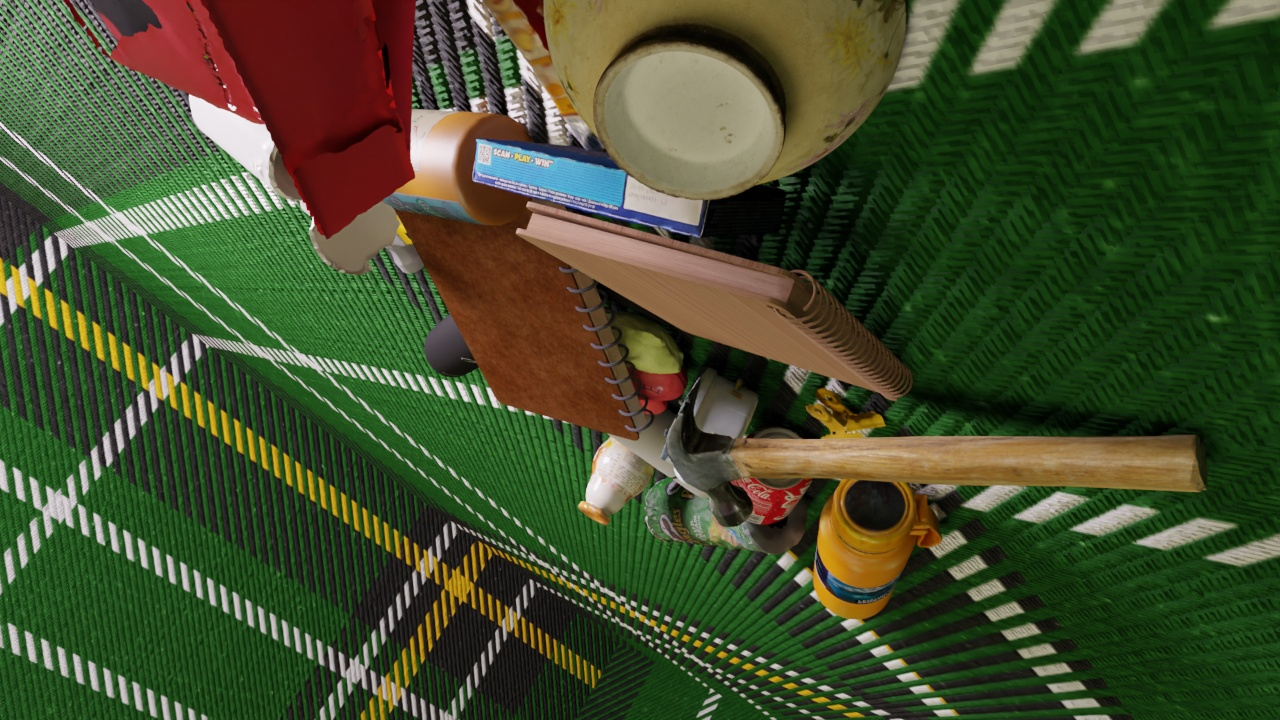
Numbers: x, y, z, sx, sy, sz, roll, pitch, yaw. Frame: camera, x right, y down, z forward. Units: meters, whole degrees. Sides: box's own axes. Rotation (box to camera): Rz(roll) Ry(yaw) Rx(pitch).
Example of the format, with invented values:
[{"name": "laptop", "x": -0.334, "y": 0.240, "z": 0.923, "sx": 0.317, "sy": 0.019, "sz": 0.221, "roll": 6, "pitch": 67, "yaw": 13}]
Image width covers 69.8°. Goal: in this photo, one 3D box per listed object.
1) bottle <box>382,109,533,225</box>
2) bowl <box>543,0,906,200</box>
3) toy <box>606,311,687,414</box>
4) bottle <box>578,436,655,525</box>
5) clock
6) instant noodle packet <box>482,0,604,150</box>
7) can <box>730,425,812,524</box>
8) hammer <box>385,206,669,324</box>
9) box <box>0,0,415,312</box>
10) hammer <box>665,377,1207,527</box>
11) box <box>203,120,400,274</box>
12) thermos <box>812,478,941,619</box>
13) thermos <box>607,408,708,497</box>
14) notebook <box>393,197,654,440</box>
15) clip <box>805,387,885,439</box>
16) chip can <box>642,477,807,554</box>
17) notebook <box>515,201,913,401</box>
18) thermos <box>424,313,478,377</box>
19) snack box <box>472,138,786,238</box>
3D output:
[{"name": "bottle", "x": -0.142, "y": -0.131, "z": 0.606, "sx": 0.157, "sy": 0.067, "sz": 0.068, "roll": 15, "pitch": 154, "yaw": 39}, {"name": "bowl", "x": 0.024, "y": -0.109, "z": 0.351, "sx": 0.145, "sy": 0.063, "sz": 0.145, "roll": 11, "pitch": 144, "yaw": 8}, {"name": "toy", "x": -0.004, "y": 0.004, "z": 0.749, "sx": 0.091, "sy": 0.045, "sz": 0.135, "roll": 30, "pitch": 154, "yaw": 12}, {"name": "bottle", "x": -0.020, "y": 0.114, "z": 0.936, "sx": 0.063, "sy": 0.109, "sz": 0.063, "roll": 28, "pitch": 159, "yaw": 12}, {"name": "clock", "x": 0.052, "y": 0.055, "z": 0.733, "sx": 0.057, "sy": 0.083, "sz": 0.118, "roll": 24, "pitch": 158, "yaw": 5}, {"name": "instant noodle packet", "x": -0.017, "y": -0.149, "z": 0.420, "sx": 0.099, "sy": 0.039, "sz": 0.135, "roll": 12, "pitch": 151, "yaw": 46}, {"name": "can", "x": 0.108, "y": 0.097, "z": 0.770, "sx": 0.064, "sy": 0.064, "sz": 0.105, "roll": 29, "pitch": 160, "yaw": 11}, {"name": "hammer", "x": -0.112, "y": -0.086, "z": 0.729, "sx": 0.324, "sy": 0.029, "sz": 0.127, "roll": 18, "pitch": 156, "yaw": 32}, {"name": "box", "x": -0.192, "y": -0.023, "z": 0.296, "sx": 0.141, "sy": 0.509, "sz": 0.216, "roll": 16, "pitch": 161, "yaw": -1}, {"name": "hammer", "x": 0.156, "y": 0.060, "z": 0.568, "sx": 0.331, "sy": 0.033, "sz": 0.132, "roll": -5, "pitch": 131, "yaw": 40}, {"name": "box", "x": -0.251, "y": -0.146, "z": 0.682, "sx": 0.137, "sy": 0.083, "sz": 0.143, "roll": 39, "pitch": 154, "yaw": 20}, {"name": "thermos", "x": 0.195, "y": 0.154, "z": 0.779, "sx": 0.076, "sy": 0.091, "sz": 0.233, "roll": 58, "pitch": 173, "yaw": 28}, {"name": "thermos", "x": -0.011, "y": 0.051, "z": 0.857, "sx": 0.224, "sy": 0.052, "sz": 0.052, "roll": 36, "pitch": 160, "yaw": -11}, {"name": "notebook", "x": -0.085, "y": -0.035, "z": 0.706, "sx": 0.168, "sy": 0.024, "sz": 0.226, "roll": 12, "pitch": 140, "yaw": 34}, {"name": "clip", "x": 0.140, "y": 0.044, "z": 0.654, "sx": 0.049, "sy": 0.044, "sz": 0.054, "roll": 12, "pitch": 168, "yaw": -19}, {"name": "chip can", "x": 0.080, "y": 0.156, "z": 0.939, "sx": 0.075, "sy": 0.075, "sz": 0.224, "roll": 38, "pitch": 159, "yaw": -15}, {"name": "notebook", "x": 0.053, "y": -0.028, "z": 0.521, "sx": 0.169, "sy": 0.022, "sz": 0.210, "roll": 19, "pitch": 177, "yaw": 32}, {"name": "thermos", "x": -0.155, "y": -0.027, "z": 0.877, "sx": 0.061, "sy": 0.061, "sz": 0.232, "roll": 38, "pitch": 160, "yaw": -14}, {"name": "snack box", "x": -0.008, "y": -0.092, "z": 0.485, "sx": 0.150, "sy": 0.027, "sz": 0.082, "roll": 19, "pitch": -160, "yaw": 33}]
